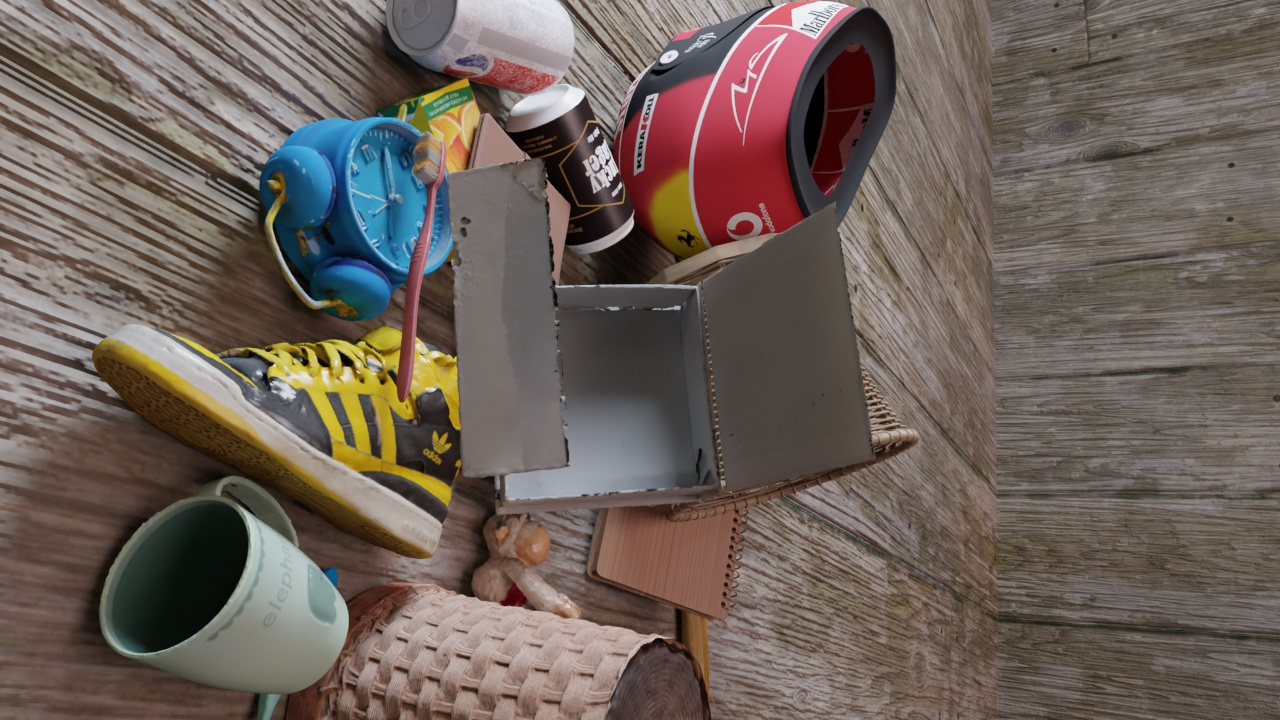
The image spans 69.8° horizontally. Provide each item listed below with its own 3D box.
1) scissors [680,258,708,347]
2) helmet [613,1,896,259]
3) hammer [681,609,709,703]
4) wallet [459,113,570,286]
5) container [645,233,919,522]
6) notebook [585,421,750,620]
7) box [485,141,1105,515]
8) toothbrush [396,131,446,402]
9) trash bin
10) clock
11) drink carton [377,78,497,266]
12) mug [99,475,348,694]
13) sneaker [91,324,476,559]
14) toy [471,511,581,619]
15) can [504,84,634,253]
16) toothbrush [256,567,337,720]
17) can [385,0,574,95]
[{"bbox_3d":[0.069,-0.045,1.027,0.226,0.016,0.224,46,47,-46],"label":"scissors"},{"bbox_3d":[0.090,-0.216,0.875,0.270,0.225,0.198,-61,140,-25],"label":"helmet"},{"bbox_3d":[0.057,0.279,0.952,0.132,0.033,0.330,7,81,-60],"label":"hammer"},{"bbox_3d":[-0.090,-0.115,0.687,0.121,0.013,0.087,44,46,-52],"label":"wallet"},{"bbox_3d":[0.106,0.017,0.824,0.226,0.227,0.196,9,60,-59],"label":"container"},{"bbox_3d":[0.040,0.128,0.888,0.169,0.022,0.210,27,61,-30],"label":"notebook"},{"bbox_3d":[0.081,0.006,0.641,0.149,0.414,0.166,20,61,-62],"label":"box"},{"bbox_3d":[-0.133,-0.060,0.546,0.015,0.015,0.184,36,46,-50],"label":"toothbrush"},{"bbox_3d":[-0.082,0.214,0.547,0.151,0.211,0.151,14,73,-58],"label":"trash bin"},{"bbox_3d":[-0.177,-0.089,0.571,0.117,0.060,0.161,69,30,-27],"label":"clock"},{"bbox_3d":[-0.135,-0.134,0.669,0.058,0.041,0.122,-49,128,-50],"label":"drink carton"},{"bbox_3d":[-0.208,0.116,0.484,0.104,0.084,0.111,60,12,-53],"label":"mug"},{"bbox_3d":[-0.179,0.018,0.528,0.238,0.086,0.121,53,50,-48],"label":"sneaker"},{"bbox_3d":[-0.089,0.161,0.692,0.085,0.074,0.106,91,-16,-70],"label":"toy"},{"bbox_3d":[-0.058,-0.160,0.773,0.129,0.072,0.071,64,37,-31],"label":"can"},{"bbox_3d":[-0.209,0.182,0.531,0.022,0.017,0.135,54,40,-41],"label":"toothbrush"},{"bbox_3d":[-0.115,-0.246,0.681,0.136,0.078,0.078,-10,94,-59],"label":"can"}]
